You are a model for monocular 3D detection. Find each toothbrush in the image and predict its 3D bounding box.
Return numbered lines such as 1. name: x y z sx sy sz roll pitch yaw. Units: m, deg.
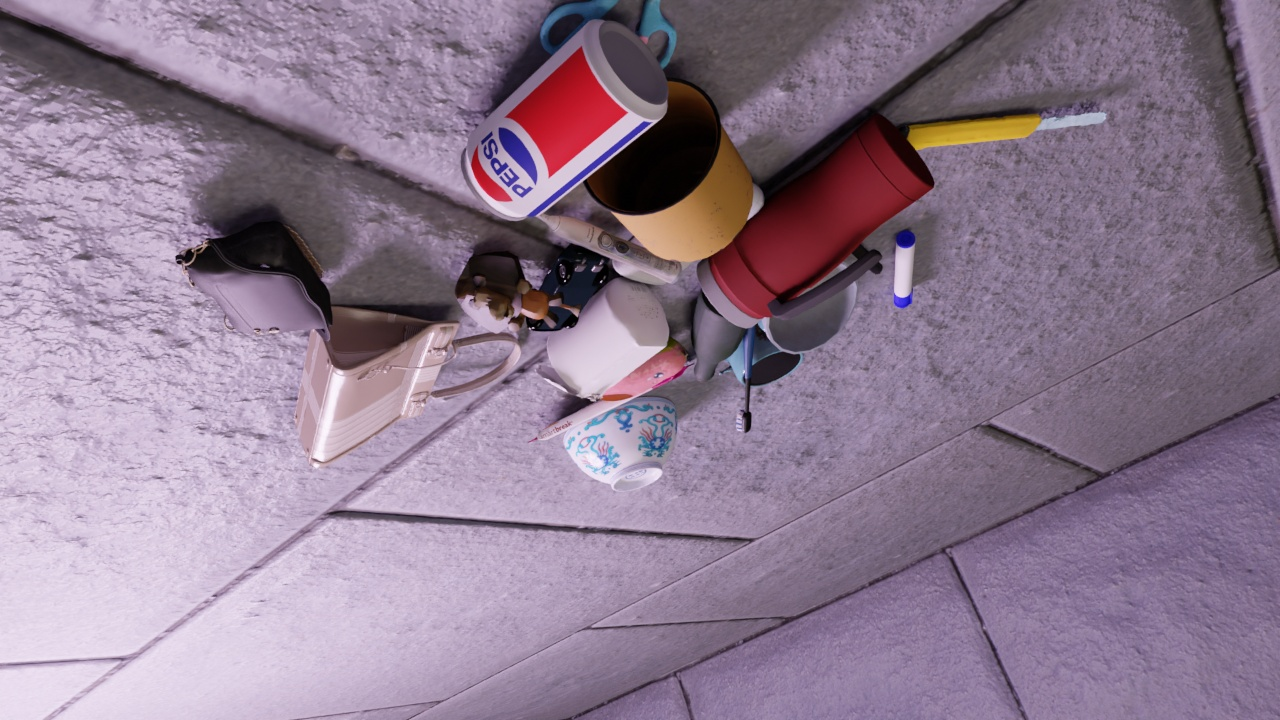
1. toothbrush: -0.043 -0.099 0.726 0.185 0.022 0.024 20 176 -35
2. toothbrush: 0.111 0.000 0.953 0.014 0.014 0.168 -29 126 -46

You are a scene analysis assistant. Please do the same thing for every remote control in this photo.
1. remote control: 0.040 -0.109 0.781 0.060 0.025 0.139 10 143 -45

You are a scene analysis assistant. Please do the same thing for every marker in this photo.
1. marker: 0.283 -0.095 0.981 0.020 0.020 0.141 -22 154 4

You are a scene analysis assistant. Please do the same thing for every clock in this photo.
1. clock: 0.144 -0.021 0.992 0.090 0.053 0.124 8 140 -44

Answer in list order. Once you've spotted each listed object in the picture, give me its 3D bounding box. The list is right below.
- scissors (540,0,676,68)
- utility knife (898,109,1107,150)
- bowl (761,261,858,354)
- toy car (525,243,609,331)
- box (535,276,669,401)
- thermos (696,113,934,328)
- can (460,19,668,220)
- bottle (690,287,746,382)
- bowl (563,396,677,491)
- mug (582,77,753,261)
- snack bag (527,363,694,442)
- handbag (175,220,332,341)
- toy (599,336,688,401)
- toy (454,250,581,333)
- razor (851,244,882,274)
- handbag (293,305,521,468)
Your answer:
1. scissors: -0.012 -0.222 0.549 0.111 0.015 0.141 -9 148 -15
2. utility knife: 0.316 -0.201 0.800 0.223 0.019 0.031 -6 157 -15
3. bowl: 0.162 -0.062 0.916 0.106 0.039 0.106 -14 126 -20
4. toy car: -0.064 -0.063 0.790 0.046 0.034 0.112 -2 149 -32
5. box: -0.040 -0.008 0.853 0.144 0.089 0.080 -35 162 34
6. thermos: 0.147 -0.103 0.773 0.083 0.108 0.199 13 137 -46
7. can: -0.050 -0.148 0.581 0.132 0.070 0.070 -31 153 35
8. bottle: 0.077 -0.023 0.941 0.055 0.055 0.174 -14 155 -12
9. bowl: -0.014 0.112 1.115 0.144 0.074 0.144 -16 154 -8
10. mug: 0.012 -0.132 0.653 0.124 0.100 0.094 15 170 27
11. snack bag: -0.032 0.046 1.023 0.197 0.016 0.070 -26 177 14
12. handbag: -0.271 -0.052 0.652 0.079 0.054 0.129 -13 156 -5
13. toy: -0.006 0.005 0.942 0.110 0.051 0.090 -24 159 6
14. toy: -0.099 -0.050 0.745 0.100 0.062 0.076 16 128 -5
15. razor: 0.210 -0.110 0.905 0.043 0.022 0.144 15 -179 35
16. handbag: -0.202 0.012 0.838 0.197 0.062 0.176 -13 155 -32
